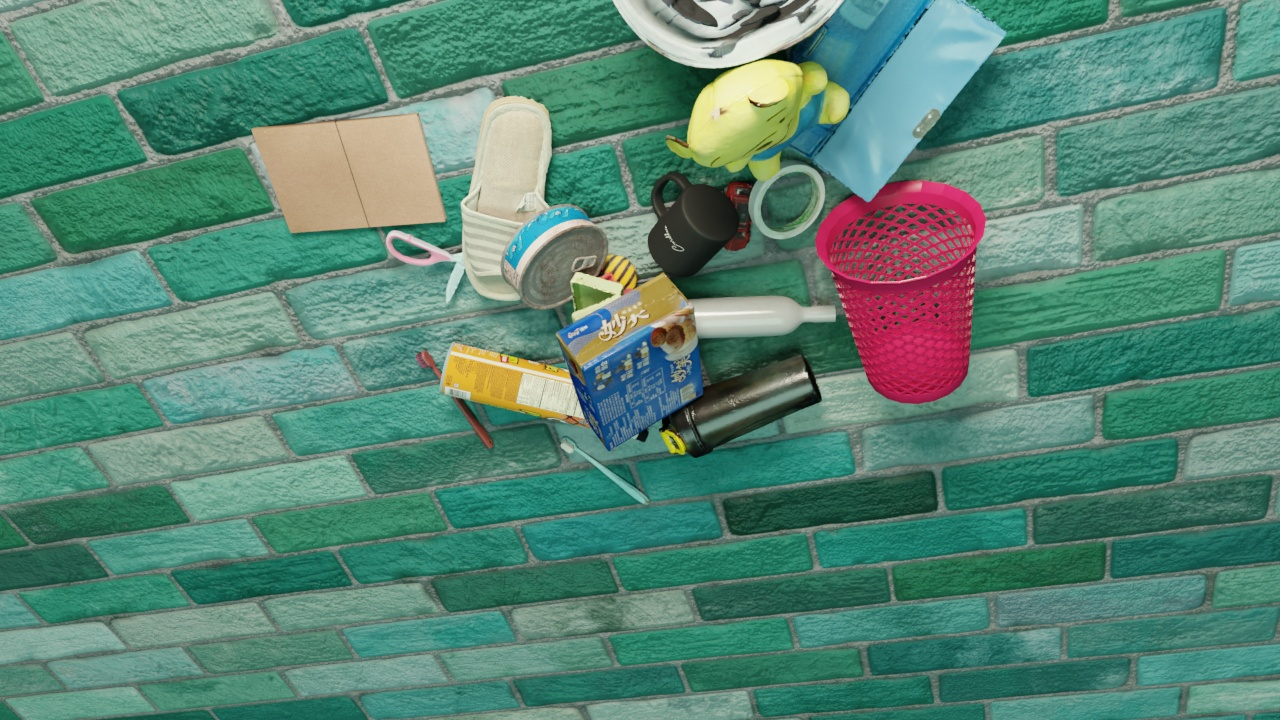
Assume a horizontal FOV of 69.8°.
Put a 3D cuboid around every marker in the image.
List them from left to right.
[{"bbox_3d":[-0.058,0.085,1.336,0.145,0.019,0.019,23,125,-11],"label":"marker"}]

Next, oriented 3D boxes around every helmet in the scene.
[{"bbox_3d":[0.093,-0.410,0.868,0.264,0.163,0.236,-32,106,16],"label":"helmet"}]

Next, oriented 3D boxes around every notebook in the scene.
[{"bbox_3d":[-0.359,-0.230,1.139,0.209,0.008,0.141,-3,126,8],"label":"notebook"}]

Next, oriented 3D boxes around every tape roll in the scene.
[{"bbox_3d":[0.174,-0.191,1.091,0.093,0.018,0.094,-11,125,-16],"label":"tape roll"}]

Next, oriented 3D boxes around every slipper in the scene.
[{"bbox_3d":[-0.160,-0.186,1.118,0.114,0.054,0.273,5,126,-8],"label":"slipper"}]

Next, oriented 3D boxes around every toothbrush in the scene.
[{"bbox_3d":[-0.270,0.060,1.341,0.016,0.016,0.190,-16,123,22],"label":"toothbrush"},{"bbox_3d":[-0.052,0.172,1.403,0.180,0.016,0.016,38,120,-22],"label":"toothbrush"}]

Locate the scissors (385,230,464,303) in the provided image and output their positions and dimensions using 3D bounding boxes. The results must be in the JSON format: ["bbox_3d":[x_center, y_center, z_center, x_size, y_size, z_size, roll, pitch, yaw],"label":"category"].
[{"bbox_3d":[-0.234,-0.146,1.177,0.170,0.013,0.173,22,121,-18],"label":"scissors"}]

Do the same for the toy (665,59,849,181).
[{"bbox_3d":[0.119,-0.248,0.929,0.149,0.213,0.084,-37,79,34],"label":"toy"}]

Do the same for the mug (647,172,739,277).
[{"bbox_3d":[0.053,-0.169,1.098,0.113,0.078,0.088,58,143,8],"label":"mug"}]

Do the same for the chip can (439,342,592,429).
[{"bbox_3d":[-0.164,0.035,1.275,0.215,0.075,0.075,14,126,-4],"label":"chip can"}]

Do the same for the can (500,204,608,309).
[{"bbox_3d":[-0.104,-0.125,1.122,0.129,0.044,0.130,-31,151,-19],"label":"can"}]

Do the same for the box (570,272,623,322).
[{"bbox_3d":[-0.050,-0.031,1.181,0.077,0.090,0.188,-2,144,1],"label":"box"}]

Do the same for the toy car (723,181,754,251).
[{"bbox_3d":[0.118,-0.175,1.120,0.042,0.036,0.091,7,132,-1],"label":"toy car"}]

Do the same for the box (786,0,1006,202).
[{"bbox_3d":[0.250,-0.310,1.000,0.177,0.047,0.232,32,123,-8],"label":"box"}]

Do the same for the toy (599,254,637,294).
[{"bbox_3d":[-0.037,-0.087,1.195,0.084,0.046,0.104,18,122,9],"label":"toy"}]

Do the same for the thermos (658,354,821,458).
[{"bbox_3d":[0.133,0.063,1.259,0.221,0.098,0.098,-22,122,16],"label":"thermos"}]

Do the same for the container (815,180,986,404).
[{"bbox_3d":[0.322,-0.068,1.103,0.183,0.182,0.226,-11,132,13],"label":"container"}]

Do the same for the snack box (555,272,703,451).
[{"bbox_3d":[-0.007,0.007,1.156,0.155,0.069,0.203,-30,148,-11],"label":"snack box"}]

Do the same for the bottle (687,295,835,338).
[{"bbox_3d":[0.153,-0.057,1.190,0.195,0.052,0.052,-2,126,7],"label":"bottle"}]
